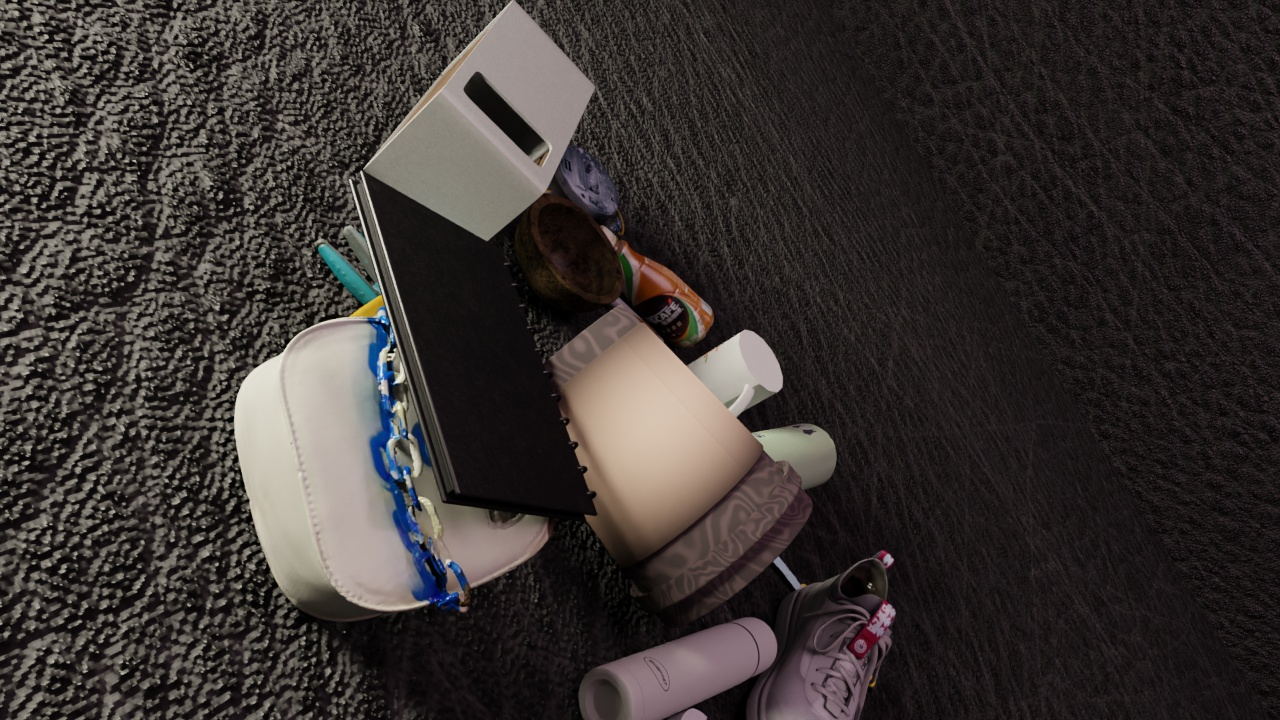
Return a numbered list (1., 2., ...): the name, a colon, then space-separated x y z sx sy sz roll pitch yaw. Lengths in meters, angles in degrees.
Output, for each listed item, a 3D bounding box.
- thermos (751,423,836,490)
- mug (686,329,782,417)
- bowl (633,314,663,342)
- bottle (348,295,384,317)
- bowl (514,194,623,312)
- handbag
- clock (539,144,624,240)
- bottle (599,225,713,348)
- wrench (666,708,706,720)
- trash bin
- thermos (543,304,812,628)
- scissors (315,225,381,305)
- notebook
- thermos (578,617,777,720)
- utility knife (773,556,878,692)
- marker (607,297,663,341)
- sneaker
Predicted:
1. thermos: 0.127 0.117 0.976 0.231 0.083 0.082 -3 65 -55
2. mug: 0.094 0.030 0.988 0.073 0.090 0.105 43 34 -22
3. bowl: -0.006 0.006 0.934 0.102 0.026 0.114 24 44 -43
4. bottle: -0.148 0.038 0.682 0.186 0.053 0.053 53 32 -7
5. bowl: -0.079 -0.094 0.891 0.121 0.056 0.121 34 38 -33
6. handbag: -0.139 0.063 0.593 0.199 0.093 0.200 -11 79 -44
7. clock: -0.060 -0.178 0.996 0.129 0.052 0.090 26 43 -39
8. bottle: 0.007 -0.082 0.996 0.167 0.059 0.059 41 35 -25
9. wrench: 0.037 0.364 0.640 0.087 0.018 0.272 55 20 -20
10. trash bin: -0.142 -0.221 0.860 0.114 0.115 0.228 43 34 -22
11. thermos: 0.009 0.080 0.765 0.226 0.173 0.172 50 32 0
12. scissors: -0.196 -0.046 0.724 0.132 0.019 0.148 22 45 -42
13. notebook: -0.108 -0.004 0.623 0.169 0.019 0.231 26 37 -61
14. thermos: 0.041 0.254 0.754 0.223 0.052 0.052 4 59 -53
15. utility knife: 0.196 0.278 0.987 0.206 0.018 0.030 48 23 -9
16. marker: -0.026 -0.060 0.973 0.140 0.016 0.016 43 34 -22
17. sneaker: 0.176 0.276 0.829 0.097 0.129 0.262 39 31 -1
